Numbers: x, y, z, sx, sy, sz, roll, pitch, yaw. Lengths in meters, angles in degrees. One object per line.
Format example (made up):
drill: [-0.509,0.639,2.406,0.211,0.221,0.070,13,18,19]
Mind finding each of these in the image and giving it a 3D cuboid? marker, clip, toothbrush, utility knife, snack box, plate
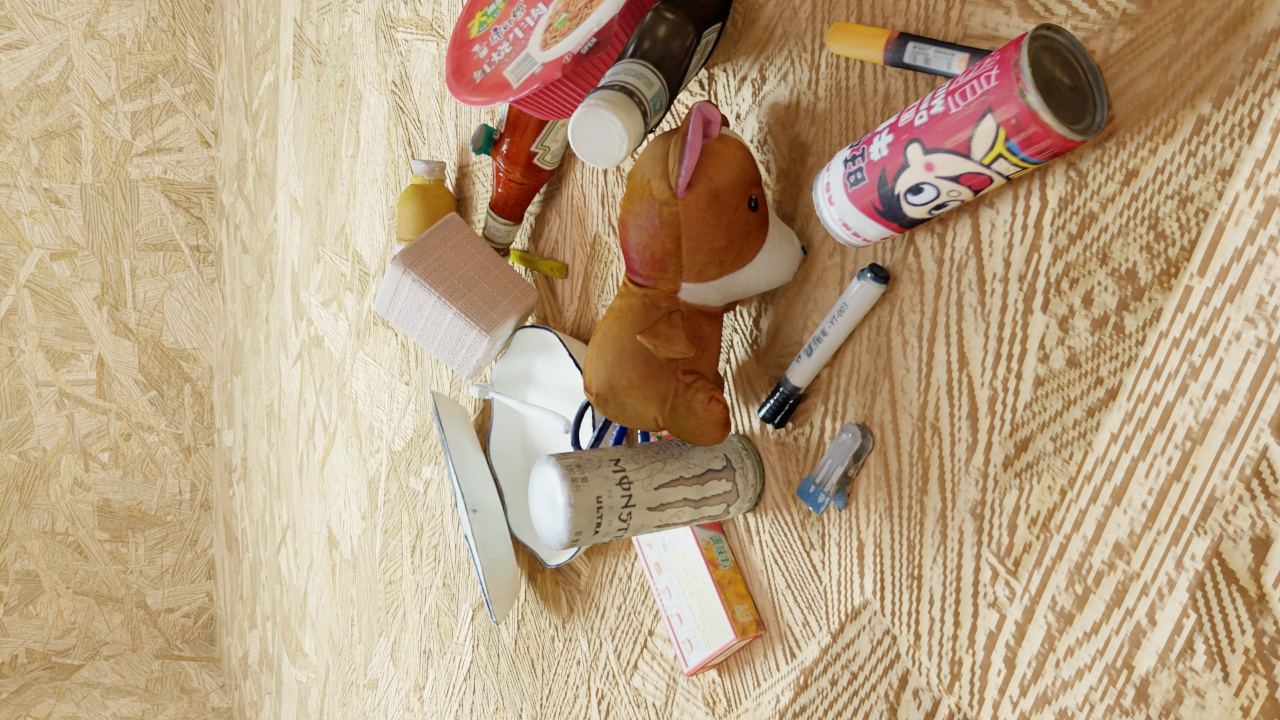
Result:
marker: [0.142,-0.156,0.466,0.124,0.015,0.018,36,124,47]
clip: [0.115,0.060,0.529,0.027,0.045,0.058,49,127,45]
toothbrush: [-0.122,-0.099,0.878,0.190,0.016,0.016,23,110,54]
marker: [0.106,-0.005,0.536,0.022,0.018,0.131,56,138,25]
utility knife: [-0.135,-0.194,0.821,0.151,0.013,0.029,-86,15,-81]
snack box: [0.030,0.138,0.660,0.077,0.027,0.155,-53,51,45]
plate: [-0.163,0.137,0.905,0.265,0.034,0.162,-125,25,-52]
plate: [-0.073,0.071,0.797,0.205,0.045,0.205,7,99,56]
toothbrush: [-0.105,0.040,0.786,0.180,0.016,0.016,15,108,55]

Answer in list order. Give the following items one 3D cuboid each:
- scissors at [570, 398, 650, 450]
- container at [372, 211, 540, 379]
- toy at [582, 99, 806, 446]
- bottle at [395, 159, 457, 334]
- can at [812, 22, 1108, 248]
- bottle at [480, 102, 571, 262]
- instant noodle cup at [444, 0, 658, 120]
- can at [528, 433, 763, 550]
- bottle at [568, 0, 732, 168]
scissors: [0.005,0.012,0.663,0.174,0.012,0.124,-43,59,28]
container: [-0.162,-0.054,0.820,0.111,0.089,0.090,41,139,0]
toy: [0.033,-0.051,0.552,0.140,0.130,0.200,-91,5,-80]
bottle: [-0.233,-0.122,1.001,0.068,0.067,0.190,22,111,55]
can: [0.143,-0.099,0.433,0.133,0.053,0.053,-26,71,55]
bottle: [-0.105,-0.169,0.801,0.059,0.059,0.207,59,137,36]
instant noodle cup: [-0.052,-0.243,0.658,0.194,0.066,0.193,-21,52,30]
can: [0.005,0.080,0.582,0.058,0.146,0.058,9,101,57]
bottle: [0.007,-0.169,0.537,0.080,0.044,0.194,-62,1,41]
